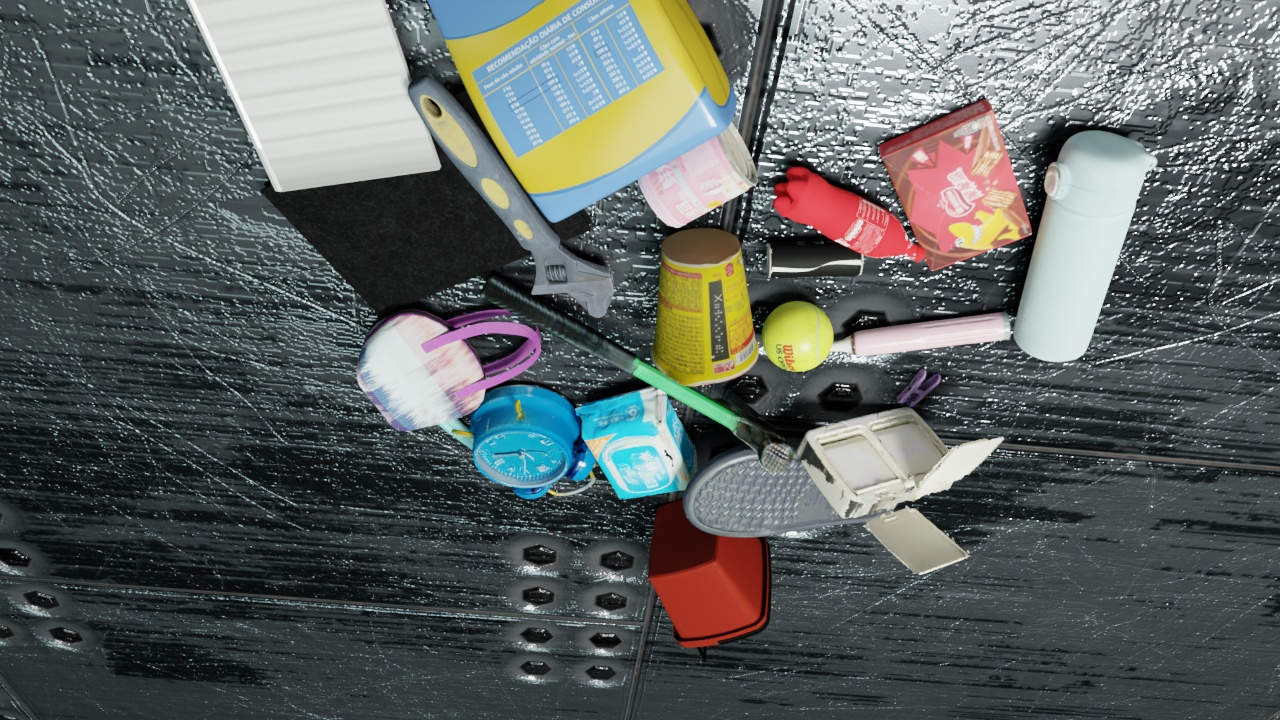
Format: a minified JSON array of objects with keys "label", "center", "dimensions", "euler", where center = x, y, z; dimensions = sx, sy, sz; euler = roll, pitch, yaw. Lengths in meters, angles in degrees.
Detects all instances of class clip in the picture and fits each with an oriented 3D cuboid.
[{"label":"clip","center":[0.281,0.028,0.932],"dimensions":[0.036,0.013,0.052],"euler":[21,134,-15]}]

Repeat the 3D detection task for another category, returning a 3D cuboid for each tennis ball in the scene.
[{"label":"tennis ball","center":[0.145,-0.022,0.849],"dimensions":[0.065,0.065,0.065],"euler":[1,135,1]}]

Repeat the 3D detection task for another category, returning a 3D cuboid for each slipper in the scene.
[{"label":"slipper","center":[0.164,0.121,0.991],"dimensions":[0.267,0.083,0.111],"euler":[2,119,-23]}]

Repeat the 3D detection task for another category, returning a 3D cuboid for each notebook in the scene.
[{"label":"notebook","center":[-0.183,-0.135,0.785],"dimensions":[0.232,0.019,0.169],"euler":[-19,132,20]},{"label":"notebook","center":[-0.249,-0.229,0.683],"dimensions":[0.143,0.009,0.210],"euler":[-6,128,9]}]

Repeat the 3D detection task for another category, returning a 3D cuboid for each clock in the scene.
[{"label":"clock","center":[-0.112,0.093,0.977],"dimensions":[0.117,0.060,0.161],"euler":[-27,129,25]}]

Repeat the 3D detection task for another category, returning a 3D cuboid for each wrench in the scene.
[{"label":"wrench","center":[-0.102,-0.124,0.765],"dimensions":[0.073,0.022,0.273],"euler":[-18,134,20]}]

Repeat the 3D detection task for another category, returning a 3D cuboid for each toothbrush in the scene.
[{"label":"toothbrush","center":[0.235,-0.020,0.876],"dimensions":[0.223,0.026,0.027],"euler":[-7,162,9]}]

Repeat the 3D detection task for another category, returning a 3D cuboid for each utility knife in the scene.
[{"label":"utility knife","center":[-0.168,0.105,1.021],"dimensions":[0.022,0.015,0.158],"euler":[-29,125,28]}]

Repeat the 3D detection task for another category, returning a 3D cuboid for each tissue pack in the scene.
[{"label":"tissue pack","center":[0.002,0.091,0.969],"dimensions":[0.093,0.061,0.144],"euler":[-15,133,15]}]

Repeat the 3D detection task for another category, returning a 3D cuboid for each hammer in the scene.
[{"label":"hammer","center":[-0.005,0.005,0.867],"dimensions":[0.318,0.130,0.032],"euler":[29,101,-11]}]

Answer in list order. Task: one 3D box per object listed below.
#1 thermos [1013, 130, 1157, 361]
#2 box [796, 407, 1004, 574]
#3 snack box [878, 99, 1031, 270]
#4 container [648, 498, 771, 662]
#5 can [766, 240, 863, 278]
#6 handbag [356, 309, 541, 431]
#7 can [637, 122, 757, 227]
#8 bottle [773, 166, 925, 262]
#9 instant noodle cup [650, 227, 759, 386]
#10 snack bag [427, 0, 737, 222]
[{"label":"thermos","center":[0.366,-0.093,0.771],"dimensions":[0.078,0.065,0.207],"euler":[-8,134,0]},{"label":"box","center":[0.258,0.099,0.874],"dimensions":[0.144,0.186,0.101],"euler":[-13,124,-26]},{"label":"snack box","center":[0.262,-0.141,0.759],"dimensions":[0.089,0.021,0.133],"euler":[-21,130,22]},{"label":"container","center":[0.092,0.269,1.083],"dimensions":[0.127,0.147,0.201],"euler":[-19,122,21]},{"label":"can","center":[0.153,-0.089,0.807],"dimensions":[0.080,0.031,0.032],"euler":[-1,135,3]},{"label":"handbag","center":[-0.178,-0.001,0.893],"dimensions":[0.170,0.068,0.145],"euler":[-18,131,10]},{"label":"can","center":[0.044,-0.150,0.726],"dimensions":[0.076,0.067,0.067],"euler":[-26,128,24]},{"label":"bottle","center":[0.177,-0.116,0.767],"dimensions":[0.141,0.041,0.042],"euler":[23,131,-15]},{"label":"instant noodle cup","center":[0.055,-0.053,0.812],"dimensions":[0.100,0.100,0.113],"euler":[-2,124,4]},{"label":"snack bag","center":[-0.048,-0.225,0.644],"dimensions":[0.159,0.102,0.205],"euler":[-24,112,24]}]
